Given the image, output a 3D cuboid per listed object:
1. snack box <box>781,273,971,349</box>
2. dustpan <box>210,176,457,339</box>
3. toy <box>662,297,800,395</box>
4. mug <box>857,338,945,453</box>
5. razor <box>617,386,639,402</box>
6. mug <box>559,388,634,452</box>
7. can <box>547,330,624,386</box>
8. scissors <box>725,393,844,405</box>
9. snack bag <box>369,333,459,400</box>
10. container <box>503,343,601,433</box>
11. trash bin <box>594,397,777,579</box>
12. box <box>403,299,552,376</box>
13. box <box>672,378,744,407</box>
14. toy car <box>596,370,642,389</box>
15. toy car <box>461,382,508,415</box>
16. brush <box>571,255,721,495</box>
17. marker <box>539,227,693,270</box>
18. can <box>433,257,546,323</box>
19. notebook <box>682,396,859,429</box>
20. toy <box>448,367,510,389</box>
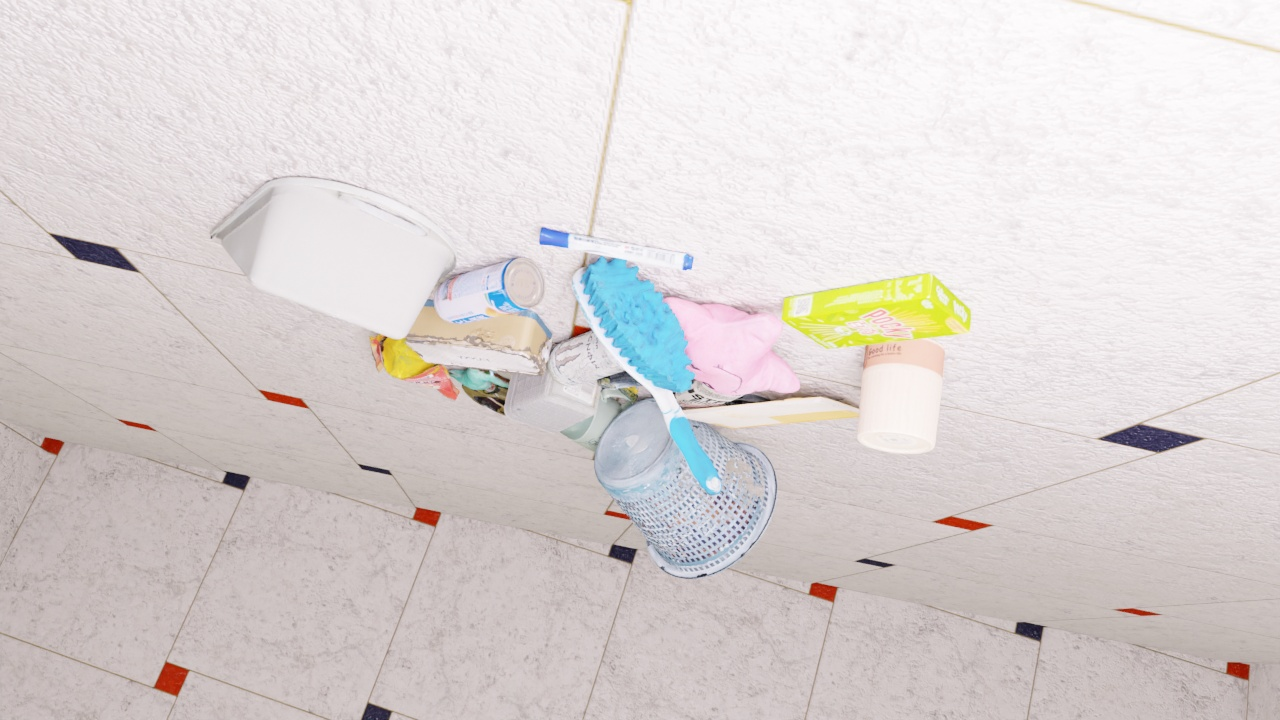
[{"bbox_3d":[0.223,-0.044,0.877,0.157,0.026,0.085,-7,155,42],"label":"snack box"},{"bbox_3d":[-0.313,-0.126,0.975,0.222,0.143,0.258,23,-173,-32],"label":"dustpan"},{"bbox_3d":[0.079,-0.009,0.985,0.179,0.074,0.195,9,157,21],"label":"toy"},{"bbox_3d":[0.267,0.040,0.973,0.081,0.105,0.115,15,161,-11],"label":"mug"},{"bbox_3d":[-0.001,0.023,1.200,0.043,0.028,0.133,45,160,-2],"label":"razor"},{"bbox_3d":[-0.066,0.073,1.322,0.112,0.082,0.106,-29,146,16],"label":"mug"},{"bbox_3d":[-0.054,-0.007,1.096,0.058,0.058,0.147,21,159,-28],"label":"can"},{"bbox_3d":[0.196,0.064,1.233,0.178,0.014,0.160,12,161,-7],"label":"scissors"},{"bbox_3d":[-0.322,0.009,1.301,0.128,0.073,0.208,20,166,-4],"label":"snack bag"},{"bbox_3d":[-0.111,0.035,1.212,0.090,0.090,0.115,20,156,-27],"label":"container"},{"bbox_3d":[0.049,0.163,1.293,0.227,0.226,0.195,-6,140,41],"label":"trash bin"},{"bbox_3d":[-0.205,-0.028,1.124,0.184,0.060,0.090,9,161,13],"label":"box"},{"bbox_3d":[0.086,0.037,1.156,0.070,0.055,0.165,-5,168,-24],"label":"box"},{"bbox_3d":[-0.007,0.007,1.115,0.036,0.054,0.121,28,156,-37],"label":"toy car"},{"bbox_3d":[-0.201,0.063,1.420,0.158,0.042,0.070,16,161,-6],"label":"toy car"},{"bbox_3d":[0.026,0.026,0.954,0.314,0.060,0.110,55,155,-16],"label":"brush"},{"bbox_3d":[-0.023,-0.104,0.858,0.146,0.016,0.017,10,162,2],"label":"marker"},{"bbox_3d":[-0.163,-0.072,0.976,0.135,0.053,0.053,-8,154,45],"label":"can"},{"bbox_3d":[0.171,0.069,1.194,0.207,0.010,0.145,-8,165,35],"label":"notebook"},{"bbox_3d":[-0.231,0.025,1.336,0.096,0.030,0.092,20,162,-12],"label":"toy"}]
